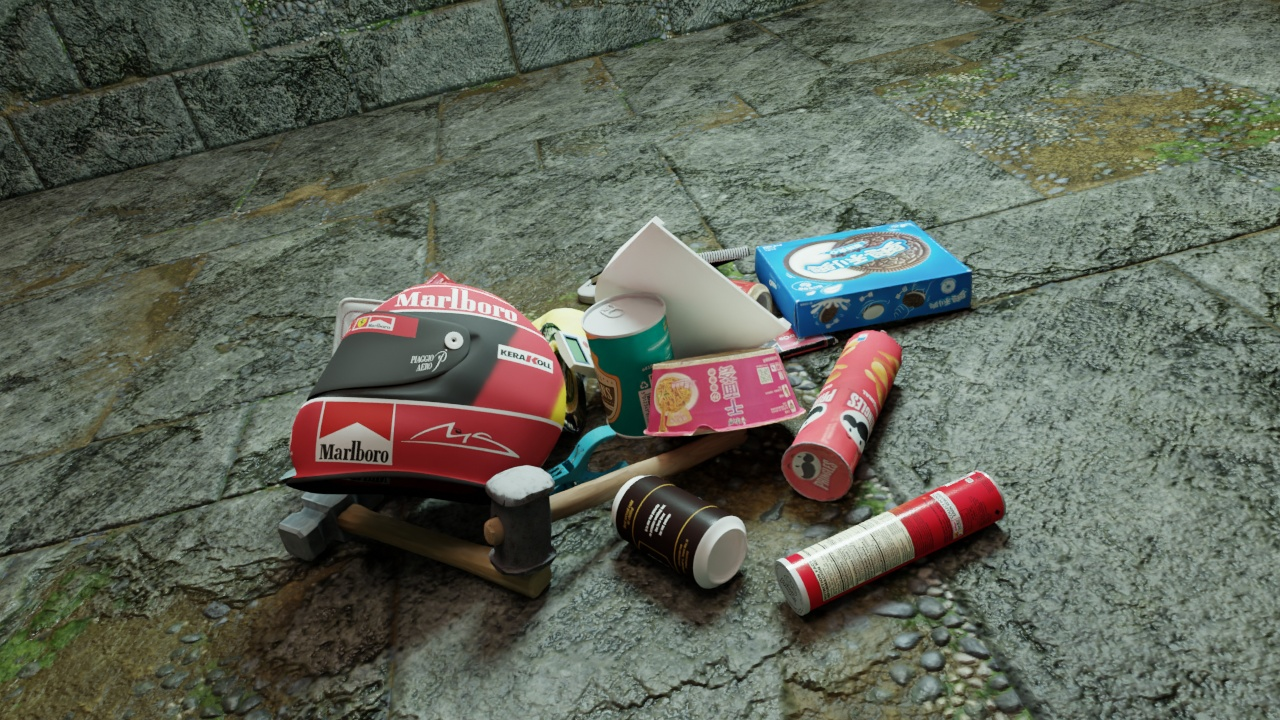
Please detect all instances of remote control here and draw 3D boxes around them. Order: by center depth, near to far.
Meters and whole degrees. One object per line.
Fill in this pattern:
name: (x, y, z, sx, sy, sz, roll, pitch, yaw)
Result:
remote control: (-0.056, 0.000, 1.152, 0.024, 0.143, 0.049, -38, 64, 24)
remote control: (-0.025, -0.108, 1.412, 0.151, 0.019, 0.074, 10, 37, 34)

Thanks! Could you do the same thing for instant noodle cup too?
instant noodle cup: (0.086, 0.031, 1.005, 0.178, 0.077, 0.178, -9, 2, 0)
instant noodle cup: (-0.143, 0.035, 1.121, 0.112, 0.137, 0.137, -16, 29, 14)

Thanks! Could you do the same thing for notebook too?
notebook: (0.038, -0.137, 1.344, 0.206, 0.016, 0.149, -10, 2, -14)

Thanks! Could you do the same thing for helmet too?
helmet: (-0.212, 0.031, 0.958, 0.270, 0.224, 0.198, 7, -16, -14)

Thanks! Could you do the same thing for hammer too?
hammer: (-0.013, 0.123, 0.945, 0.327, 0.098, 0.052, -16, 29, -35)
hammer: (-0.234, 0.190, 0.972, 0.323, 0.051, 0.117, 10, 34, 29)

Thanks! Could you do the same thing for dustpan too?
dustpan: (0.048, -0.073, 1.116, 0.053, 0.191, 0.258, -58, 11, -28)

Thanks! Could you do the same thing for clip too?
clip: (-0.060, 0.136, 1.014, 0.130, 0.121, 0.031, -47, 40, 0)

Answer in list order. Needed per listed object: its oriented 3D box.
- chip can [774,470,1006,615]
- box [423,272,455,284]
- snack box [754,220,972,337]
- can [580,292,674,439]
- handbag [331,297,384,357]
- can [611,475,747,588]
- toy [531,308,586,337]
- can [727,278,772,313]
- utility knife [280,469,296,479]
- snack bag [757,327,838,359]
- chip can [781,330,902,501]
chip can: (0.228, 0.163, 0.831, 0.214, 0.052, 0.052, -21, 31, -14)
box: (-0.269, -0.002, 1.241, 0.147, 0.156, 0.157, 33, 21, -4)
snack box: (0.295, -0.115, 1.249, 0.239, 0.056, 0.195, -10, 29, -5)
can: (-0.006, 0.006, 1.090, 0.099, 0.144, 0.099, -10, 30, 6)
handbag: (-0.292, 0.028, 1.092, 0.142, 0.198, 0.096, 7, -2, -9)
can: (0.037, 0.163, 0.884, 0.071, 0.072, 0.129, -33, 36, -31)
toy: (-0.115, -0.022, 1.260, 0.155, 0.065, 0.170, -13, 30, 12)
can: (0.098, -0.084, 1.277, 0.170, 0.067, 0.067, 14, 40, 37)
utility knife: (-0.347, 0.116, 1.170, 0.225, 0.015, 0.031, -18, 26, -5)
snack bag: (0.169, -0.021, 1.196, 0.155, 0.018, 0.074, -15, 29, -7)
chip can: (0.226, 0.052, 0.998, 0.073, 0.073, 0.232, 5, 34, 28)
